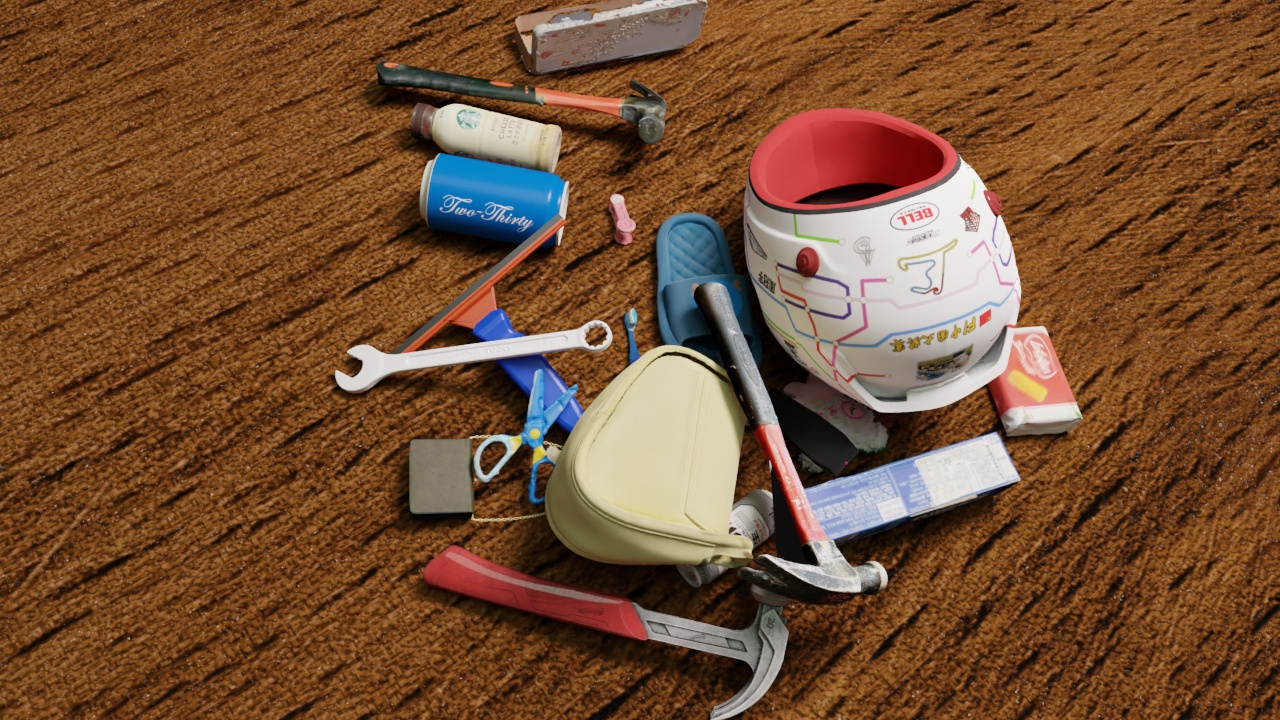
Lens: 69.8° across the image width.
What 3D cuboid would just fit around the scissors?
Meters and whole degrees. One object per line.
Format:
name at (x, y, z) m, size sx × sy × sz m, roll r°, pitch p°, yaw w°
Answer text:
scissors at (-0.108, 0.066, 0.850) m, size 0.105 × 0.019 × 0.131 m, roll 7°, pitch 80°, yaw -12°

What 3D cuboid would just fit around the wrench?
wrench at (-0.161, -0.006, 0.871) m, size 0.273 × 0.009 × 0.047 m, roll -7°, pitch 68°, yaw 9°

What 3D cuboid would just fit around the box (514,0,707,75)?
box at (-0.039, -0.411, 1.108) m, size 0.216 × 0.096 × 0.105 m, roll -16°, pitch 60°, yaw -15°

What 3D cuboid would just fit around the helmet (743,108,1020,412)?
helmet at (0.225, -0.090, 0.893) m, size 0.231 × 0.236 × 0.314 m, roll -18°, pitch 32°, yaw -2°

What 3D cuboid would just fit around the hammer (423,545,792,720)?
hammer at (-0.034, 0.218, 0.791) m, size 0.316 × 0.036 × 0.126 m, roll 12°, pitch 86°, yaw 5°

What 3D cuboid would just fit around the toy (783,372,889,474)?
toy at (0.188, 0.055, 0.921) m, size 0.095 × 0.041 × 0.108 m, roll -18°, pitch 60°, yaw -15°

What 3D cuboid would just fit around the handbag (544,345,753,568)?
handbag at (0.021, 0.087, 0.828) m, size 0.191 × 0.089 × 0.232 m, roll 28°, pitch 43°, yaw -10°

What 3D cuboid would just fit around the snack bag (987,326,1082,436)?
snack bag at (0.407, 0.021, 0.969) m, size 0.077 × 0.036 × 0.115 m, roll -5°, pitch 63°, yaw -10°

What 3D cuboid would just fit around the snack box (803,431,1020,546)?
snack box at (0.246, 0.128, 0.877) m, size 0.226 × 0.059 × 0.059 m, roll -14°, pitch 68°, yaw -14°

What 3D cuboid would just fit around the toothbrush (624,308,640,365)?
toothbrush at (-0.005, 0.005, 0.931) m, size 0.021 × 0.016 × 0.132 m, roll 4°, pitch 61°, yaw -17°

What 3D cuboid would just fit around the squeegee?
squeegee at (-0.114, 0.003, 0.896) m, size 0.249 × 0.055 × 0.185 m, roll -41°, pitch 75°, yaw -6°

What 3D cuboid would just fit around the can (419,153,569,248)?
can at (-0.153, -0.167, 0.968) m, size 0.146 × 0.079 × 0.078 m, roll 10°, pitch 61°, yaw -3°

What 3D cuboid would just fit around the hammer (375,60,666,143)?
hammer at (-0.136, -0.304, 1.043) m, size 0.333 × 0.033 × 0.132 m, roll 8°, pitch 34°, yaw -1°

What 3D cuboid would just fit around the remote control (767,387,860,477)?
remote control at (0.158, 0.065, 0.888) m, size 0.039 × 0.010 × 0.125 m, roll -49°, pitch 44°, yaw 1°

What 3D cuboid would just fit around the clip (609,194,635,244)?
clip at (-0.021, -0.159, 1.007) m, size 0.022 × 0.037 × 0.058 m, roll -13°, pitch 61°, yaw -11°

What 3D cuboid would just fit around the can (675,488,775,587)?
can at (0.082, 0.162, 0.844) m, size 0.106 × 0.044 × 0.044 m, roll -32°, pitch 70°, yaw -22°

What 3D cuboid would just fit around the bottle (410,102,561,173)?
bottle at (-0.172, -0.250, 1.022) m, size 0.162 × 0.057 × 0.056 m, roll 12°, pitch 61°, yaw -1°

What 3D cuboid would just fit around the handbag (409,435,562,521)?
handbag at (-0.125, 0.110, 0.860) m, size 0.178 × 0.028 × 0.084 m, roll 0°, pitch 63°, yaw -14°

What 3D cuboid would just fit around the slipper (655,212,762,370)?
slipper at (0.065, -0.072, 0.959) m, size 0.103 × 0.059 × 0.213 m, roll -8°, pitch 62°, yaw -9°

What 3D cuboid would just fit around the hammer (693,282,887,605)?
hammer at (0.106, 0.062, 0.824) m, size 0.140 × 0.037 × 0.325 m, roll 6°, pitch 52°, yaw -36°
